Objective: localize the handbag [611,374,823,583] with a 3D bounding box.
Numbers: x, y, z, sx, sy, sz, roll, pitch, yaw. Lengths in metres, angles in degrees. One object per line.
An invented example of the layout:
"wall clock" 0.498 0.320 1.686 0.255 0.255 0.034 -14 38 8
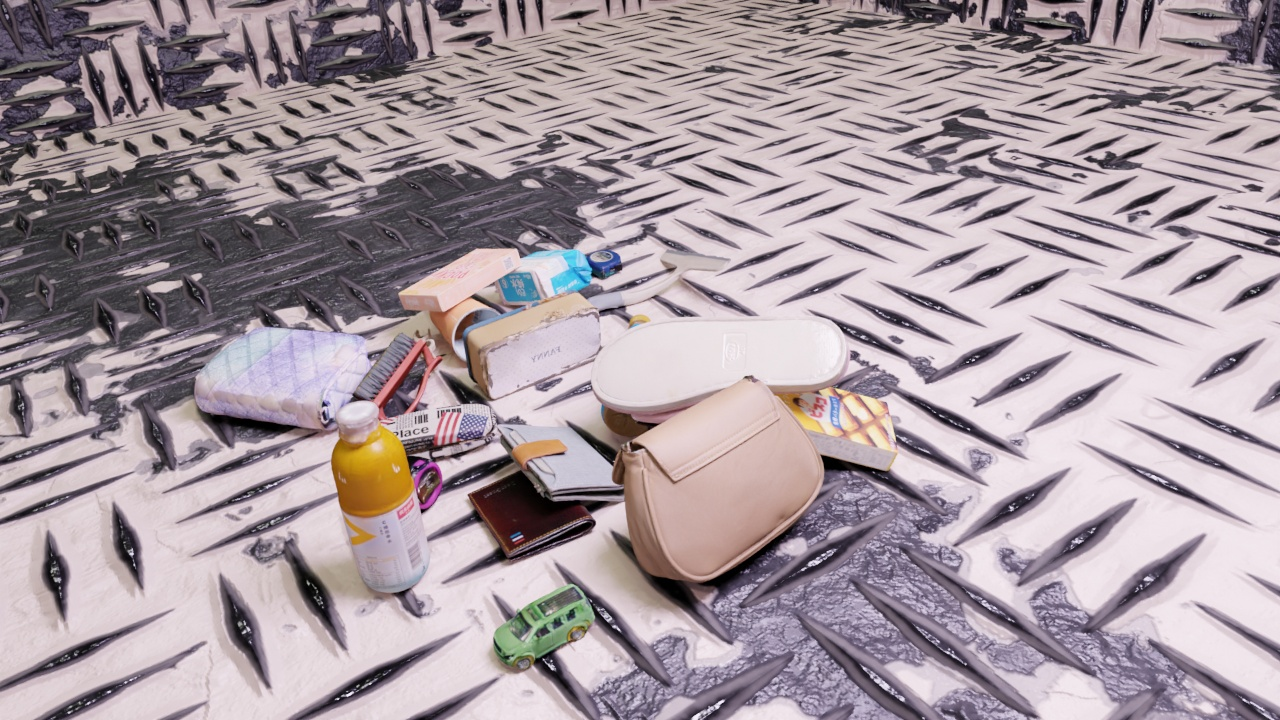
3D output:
"handbag" 0.069 0.111 0.861 0.204 0.148 0.100 -26 7 -33

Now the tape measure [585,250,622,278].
"tape measure" -0.056 -0.149 1.422 0.054 0.025 0.058 -25 40 -33

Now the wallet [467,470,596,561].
"wallet" -0.113 0.152 0.938 0.096 0.020 0.122 -19 31 -22

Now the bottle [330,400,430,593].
"bottle" -0.238 0.124 0.832 0.068 0.190 0.068 -3 31 1

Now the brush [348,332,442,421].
"brush" -0.296 0.026 1.123 0.069 0.063 0.145 32 42 -8

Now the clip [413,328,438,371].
"clip" -0.284 -0.015 1.226 0.092 0.035 0.102 2 24 19

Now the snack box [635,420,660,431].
"snack box" 0.074 0.070 1.011 0.113 0.053 0.125 14 36 28

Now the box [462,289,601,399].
"box" -0.138 -0.019 1.156 0.184 0.090 0.059 -20 40 -25

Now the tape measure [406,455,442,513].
"tape measure" -0.233 0.129 0.953 0.039 0.057 0.057 7 49 25

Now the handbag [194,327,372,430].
"handbag" -0.436 0.024 1.143 0.194 0.076 0.133 6 37 20

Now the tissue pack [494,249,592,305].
"tissue pack" -0.142 -0.118 1.327 0.089 0.063 0.140 -31 22 -35

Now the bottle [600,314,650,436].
"bottle" -0.007 0.007 1.115 0.065 0.065 0.218 -2 32 5

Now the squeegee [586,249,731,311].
"squeegee" -0.022 -0.097 1.318 0.246 0.039 0.246 -22 16 -14

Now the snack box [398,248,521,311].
"snack box" -0.245 -0.112 1.259 0.085 0.026 0.156 5 31 38

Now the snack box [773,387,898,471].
"snack box" 0.199 0.064 0.980 0.140 0.034 0.086 13 35 -3

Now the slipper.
"slipper" 0.082 0.008 0.973 0.275 0.054 0.114 -8 63 11

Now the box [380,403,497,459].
"box" -0.244 0.089 1.045 0.164 0.058 0.071 -11 48 -8

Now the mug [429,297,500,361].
"mug" -0.238 -0.052 1.243 0.078 0.078 0.123 -20 30 -24

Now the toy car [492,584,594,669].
"toy car" -0.084 0.228 0.791 0.091 0.036 0.043 -27 38 -26

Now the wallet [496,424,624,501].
"wallet" -0.083 0.103 0.963 0.106 0.037 0.130 8 20 -38
